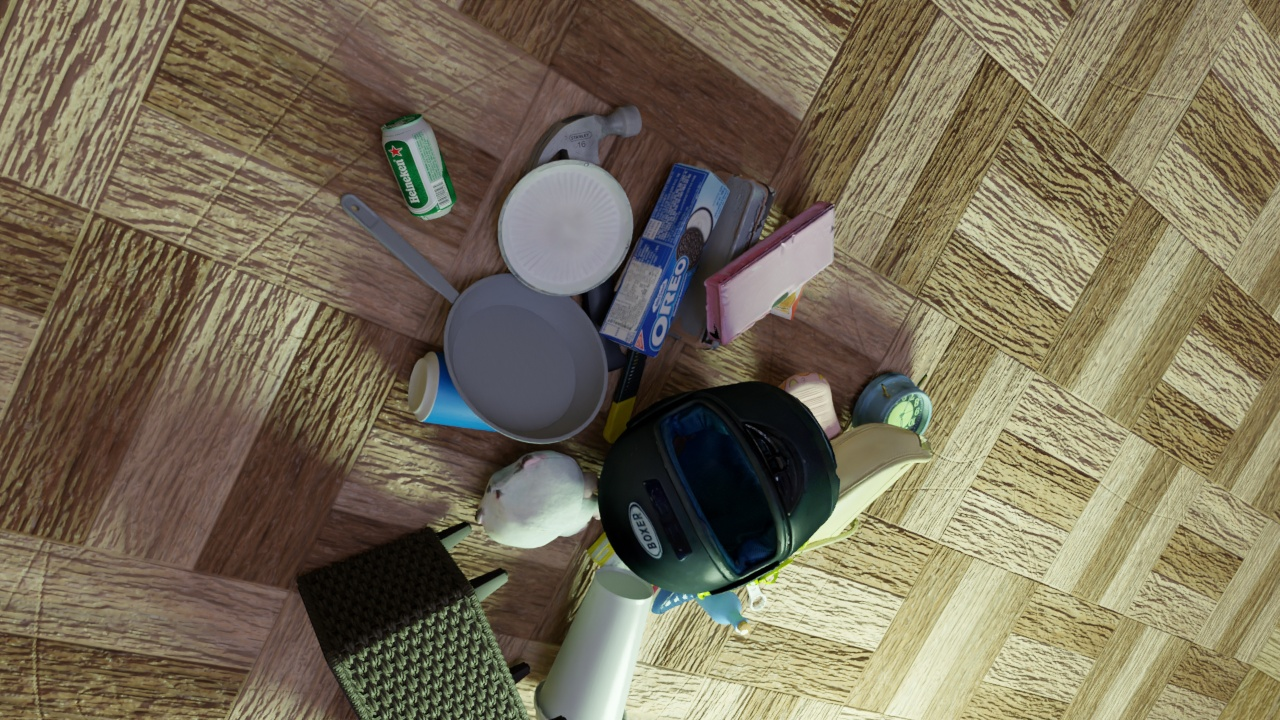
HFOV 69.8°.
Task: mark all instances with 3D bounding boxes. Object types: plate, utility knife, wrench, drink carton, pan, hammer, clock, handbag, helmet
[{"bbox_3d":[-0.084,-0.148,1.032,0.156,0.014,0.157,-8,115,-19],"label":"plate"},{"bbox_3d":[-0.007,0.007,1.167,0.028,0.020,0.213,9,106,-32],"label":"utility knife"},{"bbox_3d":[0.145,0.272,1.361,0.047,0.009,0.274,-28,120,-16],"label":"wrench"},{"bbox_3d":[0.199,-0.120,1.222,0.069,0.039,0.122,18,94,-32],"label":"drink carton"},{"bbox_3d":[-0.186,-0.050,1.003,0.356,0.051,0.200,40,52,-14],"label":"pan"},{"bbox_3d":[-0.051,-0.131,1.082,0.139,0.035,0.313,-17,117,-19],"label":"hammer"},{"bbox_3d":[0.379,0.095,1.386,0.118,0.060,0.162,-13,119,-25],"label":"clock"},{"bbox_3d":[0.295,0.179,1.325,0.190,0.088,0.233,8,131,-43],"label":"handbag"},{"bbox_3d":[0.072,0.162,1.099,0.235,0.317,0.249,-24,87,-15],"label":"helmet"}]

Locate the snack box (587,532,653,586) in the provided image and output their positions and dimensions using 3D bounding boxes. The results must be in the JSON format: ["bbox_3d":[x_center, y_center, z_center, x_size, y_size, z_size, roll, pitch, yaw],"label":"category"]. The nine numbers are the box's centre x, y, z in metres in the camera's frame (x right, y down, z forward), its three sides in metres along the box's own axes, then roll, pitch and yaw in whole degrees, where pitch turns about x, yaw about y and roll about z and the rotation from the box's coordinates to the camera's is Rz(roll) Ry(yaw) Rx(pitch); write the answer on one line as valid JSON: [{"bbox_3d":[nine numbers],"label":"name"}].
[{"bbox_3d":[-0.007,0.285,1.276,0.061,0.025,0.149,-46,124,-5],"label":"snack box"}]

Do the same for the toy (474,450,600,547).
[{"bbox_3d":[-0.113,0.179,1.140,0.139,0.101,0.179,-50,142,12],"label":"toy"}]

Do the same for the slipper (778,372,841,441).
[{"bbox_3d":[0.220,0.067,1.279,0.093,0.081,0.197,-21,143,2],"label":"slipper"}]

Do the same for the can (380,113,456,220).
[{"bbox_3d":[-0.228,-0.198,0.947,0.053,0.053,0.101,-26,120,-17],"label":"can"}]

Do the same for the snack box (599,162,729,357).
[{"bbox_3d":[0.029,-0.119,1.088,0.059,0.059,0.226,29,85,-55],"label":"snack box"}]

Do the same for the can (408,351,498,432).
[{"bbox_3d":[-0.185,0.039,1.050,0.146,0.079,0.079,11,104,-31],"label":"can"}]

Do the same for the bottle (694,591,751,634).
[{"bbox_3d":[0.114,0.344,1.300,0.048,0.131,0.048,-10,114,-25],"label":"bottle"}]

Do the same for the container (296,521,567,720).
[{"bbox_3d":[-0.237,0.370,1.102,0.204,0.176,0.321,-27,120,-21],"label":"container"}]

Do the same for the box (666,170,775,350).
[{"bbox_3d":[0.093,-0.123,1.133,0.062,0.081,0.216,7,106,-47],"label":"box"}]

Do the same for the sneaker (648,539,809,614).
[{"bbox_3d":[0.119,0.284,1.244,0.242,0.091,0.116,-36,153,0],"label":"sneaker"}]

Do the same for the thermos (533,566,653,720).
[{"bbox_3d":[-0.056,0.394,1.227,0.131,0.131,0.222,11,105,-31],"label":"thermos"}]

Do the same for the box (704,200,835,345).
[{"bbox_3d":[0.163,-0.111,1.125,0.232,0.037,0.098,-35,137,-34],"label":"box"}]
